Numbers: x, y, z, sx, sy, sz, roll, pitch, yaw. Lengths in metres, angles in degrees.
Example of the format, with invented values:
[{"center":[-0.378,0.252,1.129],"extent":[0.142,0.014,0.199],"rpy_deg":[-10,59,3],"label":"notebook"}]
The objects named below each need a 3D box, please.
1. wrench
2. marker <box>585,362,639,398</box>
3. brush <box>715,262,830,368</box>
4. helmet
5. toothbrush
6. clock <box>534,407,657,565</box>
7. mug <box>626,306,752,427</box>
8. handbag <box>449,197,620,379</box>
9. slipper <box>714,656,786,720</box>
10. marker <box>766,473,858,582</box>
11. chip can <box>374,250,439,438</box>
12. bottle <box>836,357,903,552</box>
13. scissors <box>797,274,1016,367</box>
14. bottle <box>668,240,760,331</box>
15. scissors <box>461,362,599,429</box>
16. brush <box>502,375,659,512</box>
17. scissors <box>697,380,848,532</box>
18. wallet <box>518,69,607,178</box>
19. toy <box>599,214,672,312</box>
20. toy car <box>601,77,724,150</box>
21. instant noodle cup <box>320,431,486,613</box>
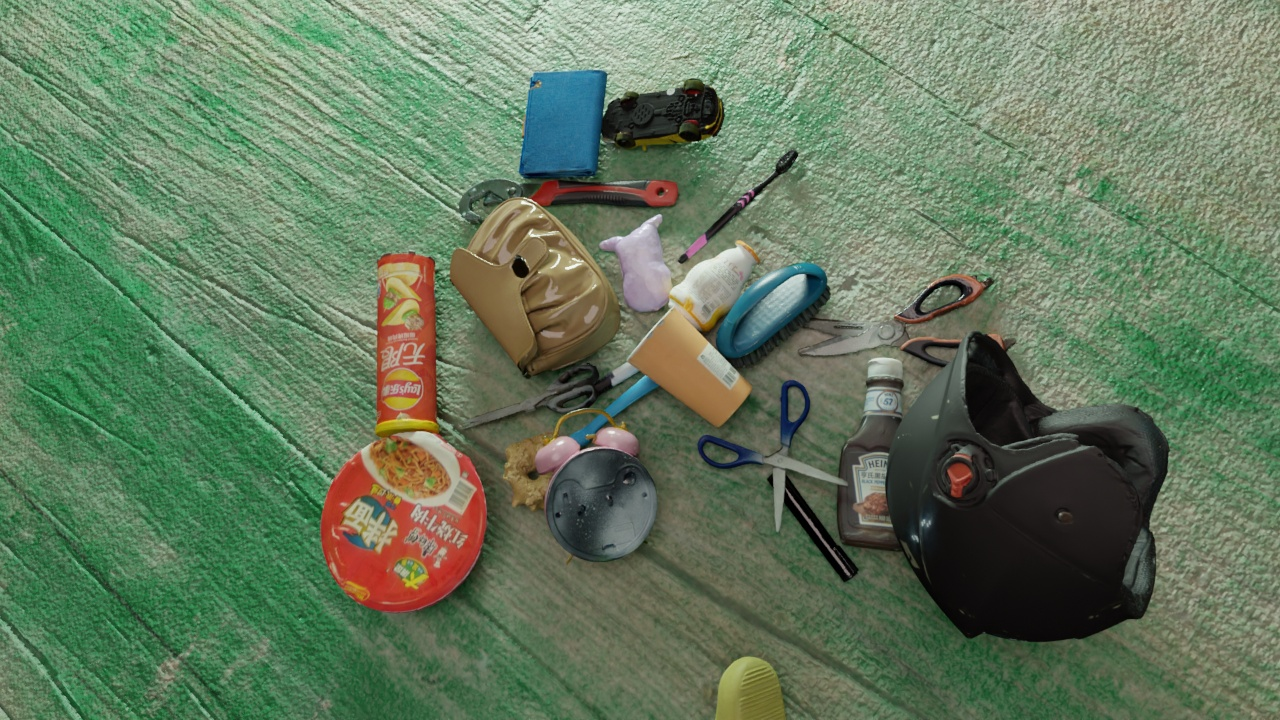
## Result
[{"center":[-0.089,-0.199,1.111],"extent":[0.274,0.016,0.056],"rpy_deg":[-1,74,12],"label":"wrench"},{"center":[-0.006,0.006,1.033],"extent":[0.131,0.022,0.018],"rpy_deg":[-32,98,3],"label":"marker"},{"center":[0.140,-0.056,0.989],"extent":[0.144,0.073,0.055],"rpy_deg":[-38,46,-2],"label":"brush"},{"center":[0.333,0.118,0.819],"extent":[0.231,0.233,0.274],"rpy_deg":[-42,72,30],"label":"helmet"},{"center":[0.113,-0.179,1.063],"extent":[0.189,0.018,0.014],"rpy_deg":[-43,69,-1],"label":"toothbrush"},{"center":[-0.049,0.129,0.960],"extent":[0.117,0.060,0.158],"rpy_deg":[-11,94,-14],"label":"clock"},{"center":[0.056,0.010,0.981],"extent":[0.123,0.078,0.078],"rpy_deg":[40,85,2],"label":"mug"},{"center":[-0.123,-0.086,1.042],"extent":[0.148,0.100,0.204],"rpy_deg":[-42,67,2],"label":"handbag"},{"center":[0.095,0.381,0.883],"extent":[0.082,0.091,0.190],"rpy_deg":[-10,79,50],"label":"slipper"},{"center":[0.177,0.169,0.948],"extent":[0.020,0.022,0.132],"rpy_deg":[-23,67,-32],"label":"marker"},{"center":[-0.273,-0.017,1.071],"extent":[0.073,0.073,0.216],"rpy_deg":[-9,72,9],"label":"chip can"},{"center":[0.246,0.095,0.943],"extent":[0.080,0.044,0.194],"rpy_deg":[5,75,11],"label":"bottle"},{"center":[0.285,-0.038,0.988],"extent":[0.196,0.015,0.215],"rpy_deg":[42,88,19],"label":"scissors"},{"center":[0.084,-0.084,1.017],"extent":[0.108,0.063,0.063],"rpy_deg":[-45,71,-2],"label":"bottle"},{"center":[-0.125,0.055,1.031],"extent":[0.174,0.014,0.137],"rpy_deg":[-39,40,-11],"label":"scissors"},{"center":[-0.048,0.071,1.014],"extent":[0.254,0.046,0.083],"rpy_deg":[-37,67,-5],"label":"brush"},{"center":[0.137,0.098,0.965],"extent":[0.163,0.012,0.172],"rpy_deg":[-4,61,20],"label":"scissors"},{"center":[-0.096,-0.288,1.123],"extent":[0.106,0.040,0.133],"rpy_deg":[2,79,19],"label":"wallet"},{"center":[0.000,-0.105,1.054],"extent":[0.084,0.039,0.108],"rpy_deg":[-21,75,21],"label":"toy"},{"center":[0.024,-0.291,1.097],"extent":[0.156,0.041,0.071],"rpy_deg":[0,74,27],"label":"toy car"},{"center":[-0.250,0.179,1.013],"extent":[0.194,0.066,0.193],"rpy_deg":[-3,75,12],"label":"instant noodle cup"}]
